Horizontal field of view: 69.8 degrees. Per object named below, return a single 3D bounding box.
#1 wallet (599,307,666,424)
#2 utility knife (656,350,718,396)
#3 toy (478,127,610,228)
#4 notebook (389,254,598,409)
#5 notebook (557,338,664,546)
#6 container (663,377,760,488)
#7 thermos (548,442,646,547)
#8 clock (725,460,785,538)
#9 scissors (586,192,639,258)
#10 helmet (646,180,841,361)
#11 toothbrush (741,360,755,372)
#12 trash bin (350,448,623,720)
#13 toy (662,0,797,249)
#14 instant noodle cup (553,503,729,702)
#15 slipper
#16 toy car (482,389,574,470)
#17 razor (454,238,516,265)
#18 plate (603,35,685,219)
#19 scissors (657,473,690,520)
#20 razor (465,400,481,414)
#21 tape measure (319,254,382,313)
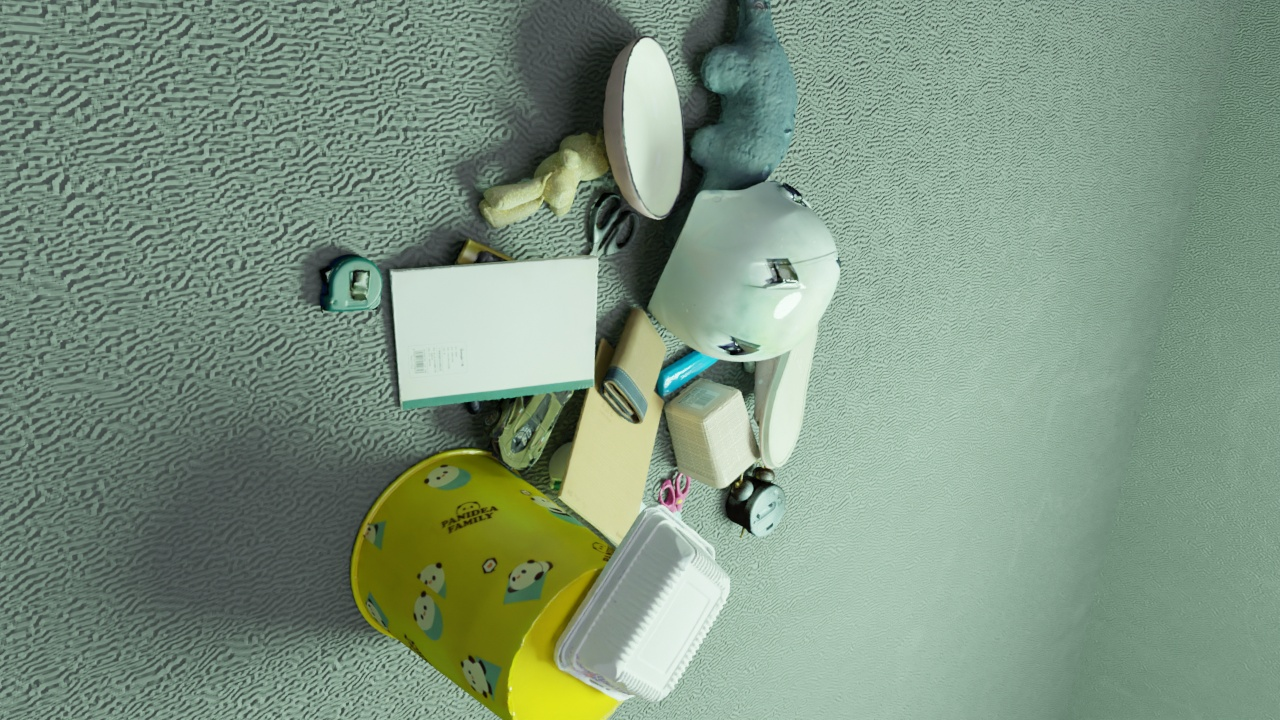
[{"bbox_3d":[-0.007,0.006,1.107,0.090,0.033,0.115,54,45,-43],"label":"wallet"},{"bbox_3d":[0.100,-0.014,1.228,0.202,0.018,0.034,-32,123,-26],"label":"utility knife"},{"bbox_3d":[-0.097,-0.188,0.955,0.157,0.066,0.105,-35,160,-25],"label":"toy"},{"bbox_3d":[-0.145,-0.029,0.942,0.209,0.012,0.150,-6,115,-20],"label":"notebook"},{"bbox_3d":[-0.031,0.101,1.095,0.149,0.012,0.211,48,45,-43],"label":"notebook"},{"bbox_3d":[0.093,0.093,1.224,0.090,0.090,0.111,-36,124,-29],"label":"container"},{"bbox_3d":[-0.036,0.179,1.146,0.073,0.073,0.224,-52,134,-16],"label":"thermos"},{"bbox_3d":[0.170,0.205,1.363,0.081,0.055,0.122,-27,122,-34],"label":"clock"},{"bbox_3d":[-0.065,-0.114,1.045,0.172,0.014,0.143,-30,126,-30],"label":"scissors"},{"bbox_3d":[0.149,-0.089,1.113,0.258,0.146,0.230,1,128,-42],"label":"helmet"},{"bbox_3d":[0.139,-0.061,1.259,0.015,0.018,0.181,-30,123,-29],"label":"toothbrush"},{"bbox_3d":[-0.133,0.240,0.939,0.229,0.255,0.230,-18,118,-38],"label":"trash bin"},{"bbox_3d":[0.123,-0.299,1.108,0.137,0.091,0.356,10,98,-18],"label":"toy"},{"bbox_3d":[0.015,0.237,0.852,0.173,0.060,0.138,-55,134,-12],"label":"instant noodle cup"},{"bbox_3d":[0.197,0.024,1.290,0.114,0.054,0.273,52,47,-46],"label":"slipper"},{"bbox_3d":[-0.118,0.048,1.012,0.070,0.042,0.157,47,53,-33],"label":"toy car"},{"bbox_3d":[-0.124,-0.081,0.966,0.167,0.068,0.062,28,85,-40],"label":"razor"},{"bbox_3d":[0.001,-0.250,0.995,0.192,0.039,0.192,1,90,-69],"label":"plate"},{"bbox_3d":[0.048,0.218,1.280,0.064,0.017,0.135,-24,125,-36],"label":"scissors"},{"bbox_3d":[-0.180,-0.008,0.965,0.042,0.022,0.143,-7,116,-14],"label":"razor"},{"bbox_3d":[-0.268,-0.071,0.853,0.058,0.025,0.054,-8,112,-43],"label":"tape measure"}]
